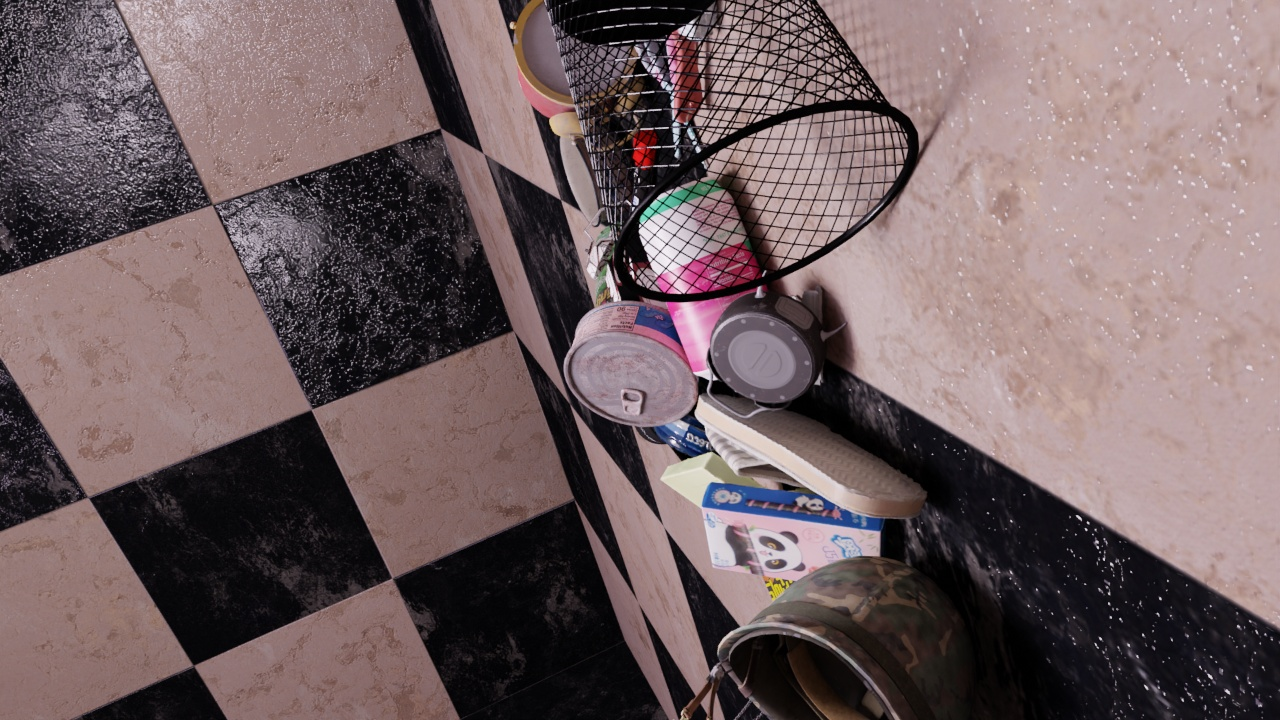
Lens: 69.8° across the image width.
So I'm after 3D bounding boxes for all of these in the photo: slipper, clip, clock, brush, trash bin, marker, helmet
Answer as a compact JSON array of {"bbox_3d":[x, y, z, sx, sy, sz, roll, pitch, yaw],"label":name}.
[{"bbox_3d":[0.060,0.034,1.013,0.252,0.105,0.095,-113,42,-72],"label":"slipper"},{"bbox_3d":[0.126,-0.027,0.757,0.054,0.040,0.102,39,150,41],"label":"clip"},{"bbox_3d":[0.129,0.081,0.768,0.273,0.114,0.054,30,106,65],"label":"slipper"},{"bbox_3d":[-0.058,-0.281,0.905,0.159,0.117,0.081,61,171,0],"label":"clock"},{"bbox_3d":[0.011,-0.099,0.899,0.154,0.114,0.065,47,164,11],"label":"clock"},{"bbox_3d":[0.101,-0.009,0.737,0.091,0.043,0.123,33,133,2],"label":"clock"},{"bbox_3d":[0.041,-0.254,0.714,0.030,0.040,0.173,39,155,30],"label":"brush"},{"bbox_3d":[0.038,-0.174,0.563,0.184,0.184,0.210,97,154,-66],"label":"trash bin"},{"bbox_3d":[0.002,-0.198,0.996,0.145,0.023,0.021,97,-170,-66],"label":"marker"},{"bbox_3d":[0.149,0.270,0.696,0.193,0.235,0.225,28,134,34],"label":"helmet"}]

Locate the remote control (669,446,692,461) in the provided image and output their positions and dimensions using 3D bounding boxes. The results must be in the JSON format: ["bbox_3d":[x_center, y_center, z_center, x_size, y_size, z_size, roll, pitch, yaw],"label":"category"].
[{"bbox_3d":[0.080,0.137,1.222,0.150,0.034,0.013,-132,23,-56],"label":"remote control"}]

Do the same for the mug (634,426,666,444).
[{"bbox_3d":[0.048,0.081,1.193,0.113,0.078,0.088,42,168,-4],"label":"mug"}]

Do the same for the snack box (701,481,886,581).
[{"bbox_3d":[0.134,0.154,0.799,0.033,0.154,0.088,-65,-28,-44],"label":"snack box"}]

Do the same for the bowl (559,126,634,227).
[{"bbox_3d":[-0.045,-0.220,1.070,0.116,0.059,0.115,157,90,-78],"label":"bowl"}]

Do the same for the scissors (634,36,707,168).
[{"bbox_3d":[0.023,-0.260,0.832,0.168,0.014,0.171,58,168,33],"label":"scissors"}]

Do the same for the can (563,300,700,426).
[{"bbox_3d":[-0.005,0.005,0.880,0.130,0.130,0.044,80,-160,-45],"label":"can"}]

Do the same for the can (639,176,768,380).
[{"bbox_3d":[0.062,-0.071,0.812,0.088,0.088,0.166,173,75,-77],"label":"can"}]

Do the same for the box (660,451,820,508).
[{"bbox_3d":[0.100,0.129,0.908,0.188,0.140,0.048,141,140,-74],"label":"box"}]

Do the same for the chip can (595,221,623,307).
[{"bbox_3d":[-0.016,-0.068,1.012,0.222,0.075,0.075,-93,-7,-49],"label":"chip can"}]

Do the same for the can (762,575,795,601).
[{"bbox_3d":[0.162,0.202,0.908,0.131,0.072,0.101,107,141,-71],"label":"can"}]
